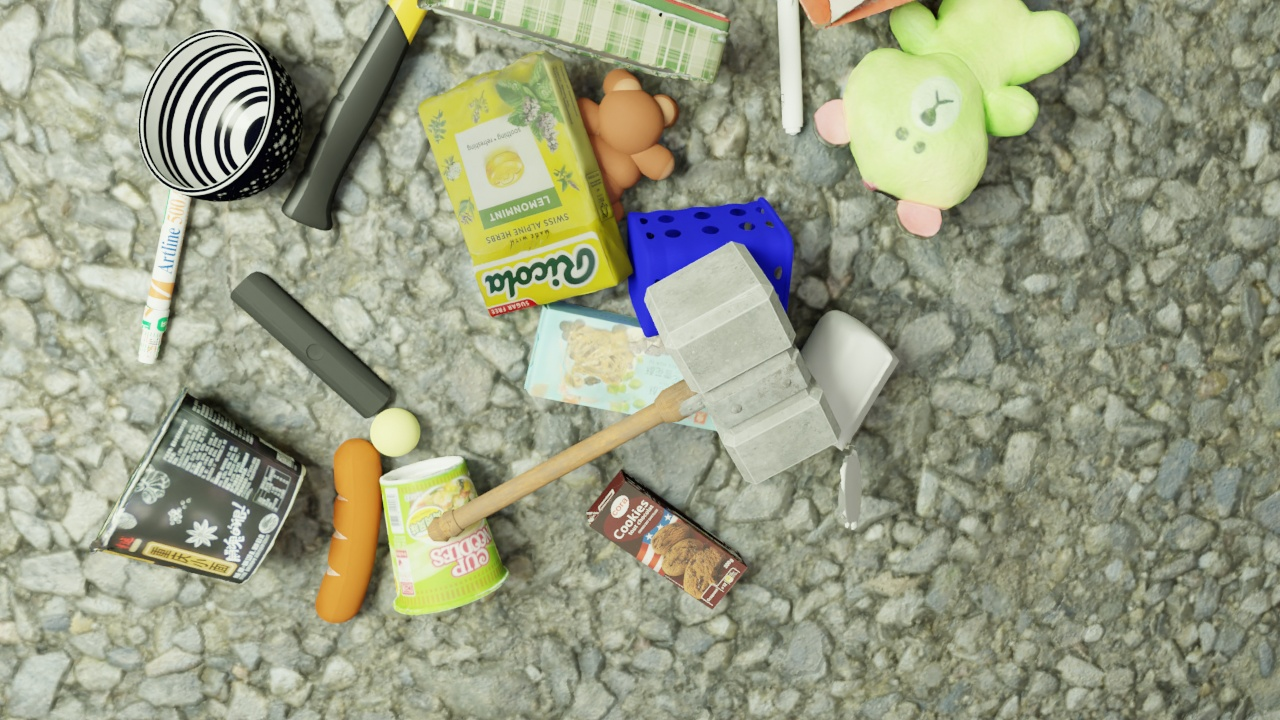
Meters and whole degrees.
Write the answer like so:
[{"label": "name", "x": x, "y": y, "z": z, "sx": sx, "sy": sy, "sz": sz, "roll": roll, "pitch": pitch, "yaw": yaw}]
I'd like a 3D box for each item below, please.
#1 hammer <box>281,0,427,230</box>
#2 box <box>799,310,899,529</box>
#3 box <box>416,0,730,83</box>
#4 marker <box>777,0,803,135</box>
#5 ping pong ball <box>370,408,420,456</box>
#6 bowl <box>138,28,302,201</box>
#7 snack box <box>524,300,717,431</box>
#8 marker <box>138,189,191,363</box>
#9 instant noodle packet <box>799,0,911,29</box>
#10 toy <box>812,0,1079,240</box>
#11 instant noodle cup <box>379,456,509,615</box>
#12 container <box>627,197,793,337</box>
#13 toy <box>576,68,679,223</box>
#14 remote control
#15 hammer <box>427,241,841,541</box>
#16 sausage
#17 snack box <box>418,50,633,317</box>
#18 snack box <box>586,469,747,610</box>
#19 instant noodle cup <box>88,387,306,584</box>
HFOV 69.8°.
[{"label": "hammer", "x": -0.183, "y": -0.243, "z": 0.682, "sx": 0.127, "sy": 0.029, "sz": 0.324, "roll": 23, "pitch": 105, "yaw": -39}, {"label": "box", "x": 0.171, "y": 0.050, "z": 0.778, "sx": 0.126, "sy": 0.084, "sz": 0.156, "roll": 34, "pitch": 100, "yaw": 18}, {"label": "box", "x": -0.049, "y": -0.246, "z": 0.649, "sx": 0.205, "sy": 0.117, "sz": 0.051, "roll": 9, "pitch": 106, "yaw": -24}, {"label": "marker", "x": 0.121, "y": -0.251, "z": 0.742, "sx": 0.017, "sy": 0.020, "sz": 0.133, "roll": -4, "pitch": 104, "yaw": 3}, {"label": "ping pong ball", "x": -0.203, "y": 0.059, "z": 0.760, "sx": 0.040, "sy": 0.040, "sz": 0.040, "roll": -2, "pitch": 104, "yaw": -8}, {"label": "bowl", "x": -0.295, "y": -0.171, "z": 0.671, "sx": 0.120, "sy": 0.066, "sz": 0.120, "roll": -2, "pitch": 83, "yaw": 19}, {"label": "snack box", "x": -0.005, "y": 0.004, "z": 0.770, "sx": 0.174, "sy": 0.053, "sz": 0.075, "roll": 12, "pitch": 103, "yaw": -10}, {"label": "marker", "x": -0.372, "y": -0.068, "z": 0.717, "sx": 0.017, "sy": 0.017, "sz": 0.145, "roll": 15, "pitch": 101, "yaw": -12}, {"label": "instant noodle packet", "x": 0.203, "y": -0.341, "z": 0.678, "sx": 0.221, "sy": 0.084, "sz": 0.164, "roll": -22, "pitch": 66, "yaw": 7}, {"label": "toy", "x": 0.238, "y": -0.212, "z": 0.729, "sx": 0.150, "sy": 0.107, "sz": 0.197, "roll": 45, "pitch": 103, "yaw": 4}, {"label": "instant noodle cup", "x": -0.168, "y": 0.141, "z": 0.762, "sx": 0.099, "sy": 0.099, "sz": 0.108, "roll": -12, "pitch": 97, "yaw": -5}, {"label": "container", "x": 0.052, "y": -0.073, "z": 0.732, "sx": 0.113, "sy": 0.084, "sz": 0.085, "roll": -7, "pitch": 125, "yaw": -9}, {"label": "toy", "x": -0.024, "y": -0.161, "z": 0.730, "sx": 0.095, "sy": 0.065, "sz": 0.128, "roll": 30, "pitch": 108, "yaw": -11}, {"label": "remote control", "x": -0.266, "y": -0.011, "z": 0.746, "sx": 0.033, "sy": 0.015, "sz": 0.147, "roll": -43, "pitch": 105, "yaw": 3}, {"label": "hammer", "x": -0.025, "y": 0.060, "z": 0.697, "sx": 0.318, "sy": 0.082, "sz": 0.163, "roll": -29, "pitch": 125, "yaw": 5}, {"label": "sausage", "x": -0.244, "y": 0.145, "z": 0.775, "sx": 0.044, "sy": 0.039, "sz": 0.164, "roll": 9, "pitch": 102, "yaw": -10}, {"label": "snack box", "x": -0.090, "y": -0.132, "z": 0.704, "sx": 0.121, "sy": 0.045, "sz": 0.181, "roll": -11, "pitch": 106, "yaw": 25}, {"label": "snack box", "x": 0.024, "y": 0.161, "z": 0.821, "sx": 0.141, "sy": 0.031, "sz": 0.051, "roll": 37, "pitch": 96, "yaw": -15}, {"label": "instant noodle cup", "x": -0.335, "y": 0.105, "z": 0.710, "sx": 0.112, "sy": 0.137, "sz": 0.137, "roll": 30, "pitch": 97, "yaw": -22}]
